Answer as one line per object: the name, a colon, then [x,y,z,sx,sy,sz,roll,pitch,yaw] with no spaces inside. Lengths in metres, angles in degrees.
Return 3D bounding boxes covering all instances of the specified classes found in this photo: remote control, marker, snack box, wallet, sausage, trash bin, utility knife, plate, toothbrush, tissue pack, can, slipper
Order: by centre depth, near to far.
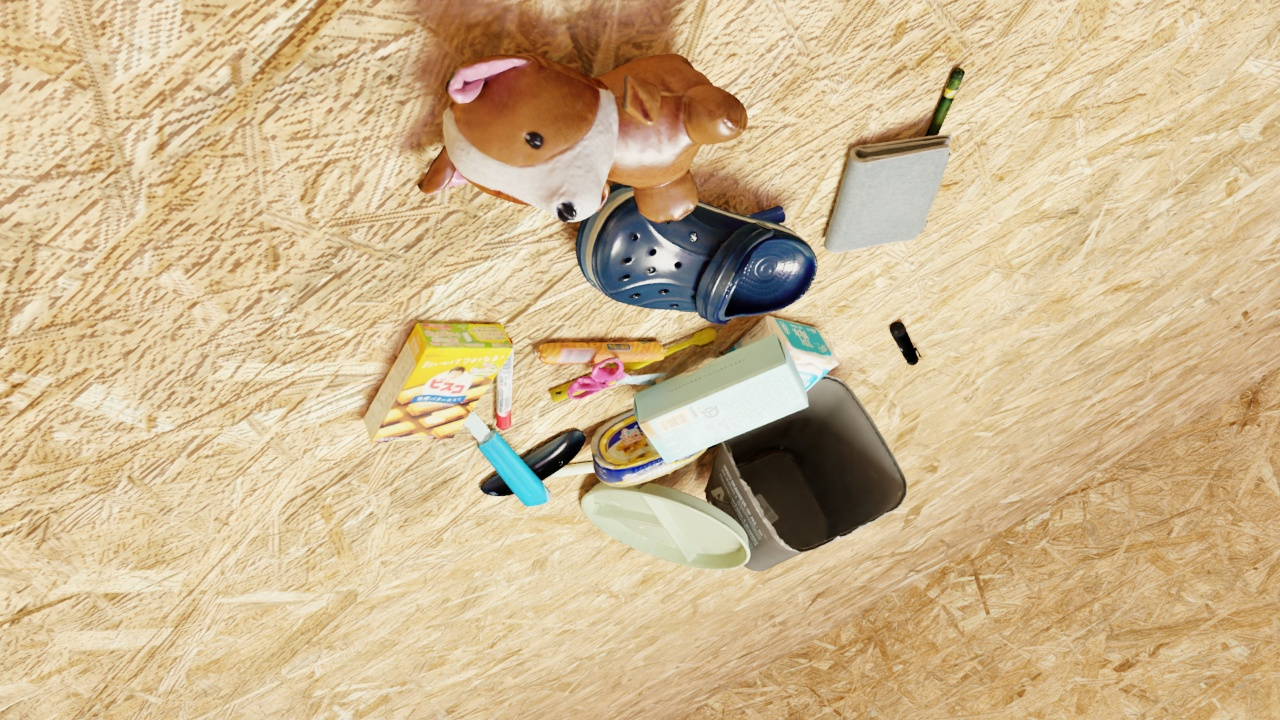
slipper: [0.059,-0.076,0.786,0.252,0.095,0.105,5,120,-37]
snack box: [-0.184,0.022,0.829,0.086,0.033,0.141,0,139,-41]
marker: [0.066,-0.116,0.834,0.145,0.017,0.017,-18,150,-17]
toothbrush: [0.275,-0.200,0.874,0.017,0.012,0.186,14,147,6]
wallet: [0.239,-0.162,0.886,0.106,0.037,0.130,-10,148,-8]
marker: [-0.132,0.024,0.893,0.017,0.017,0.145,-16,149,-20]
sausage: [-0.036,-0.008,0.916,0.164,0.021,0.022,-1,142,-39]
toothbrush: [-0.006,0.006,0.971,0.190,0.015,0.017,-21,157,-11]
snack box: [0.085,0.043,0.984,0.175,0.051,0.074,-23,132,12]
utility knife: [-0.145,0.109,0.991,0.034,0.018,0.186,-24,139,3]
remote control: [-0.121,0.124,1.056,0.136,0.024,0.053,-31,150,7]
tissue pack: [0.158,0.004,1.057,0.139,0.063,0.090,9,135,-48]
can: [0.013,0.093,1.067,0.148,0.074,0.049,-21,148,-10]
toothbrush: [-0.035,0.133,1.149,0.189,0.029,0.020,0,99,-38]
plate: [0.033,0.213,1.193,0.230,0.027,0.231,16,152,8]
trash bin: [0.195,0.166,1.213,0.198,0.199,0.220,-20,159,-19]
marker: [0.355,-0.021,1.227,0.022,0.020,0.132,-24,153,17]

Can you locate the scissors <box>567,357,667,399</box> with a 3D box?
scissors: [-0.024,0.025,0.955,0.077,0.017,0.137,-37,157,22]

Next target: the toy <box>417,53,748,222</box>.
toy: [-0.040,-0.143,0.606,0.199,0.130,0.140,0,148,-25]

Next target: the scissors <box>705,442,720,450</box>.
scissors: [0.134,0.086,1.223,0.162,0.012,0.176,-26,152,-6]
